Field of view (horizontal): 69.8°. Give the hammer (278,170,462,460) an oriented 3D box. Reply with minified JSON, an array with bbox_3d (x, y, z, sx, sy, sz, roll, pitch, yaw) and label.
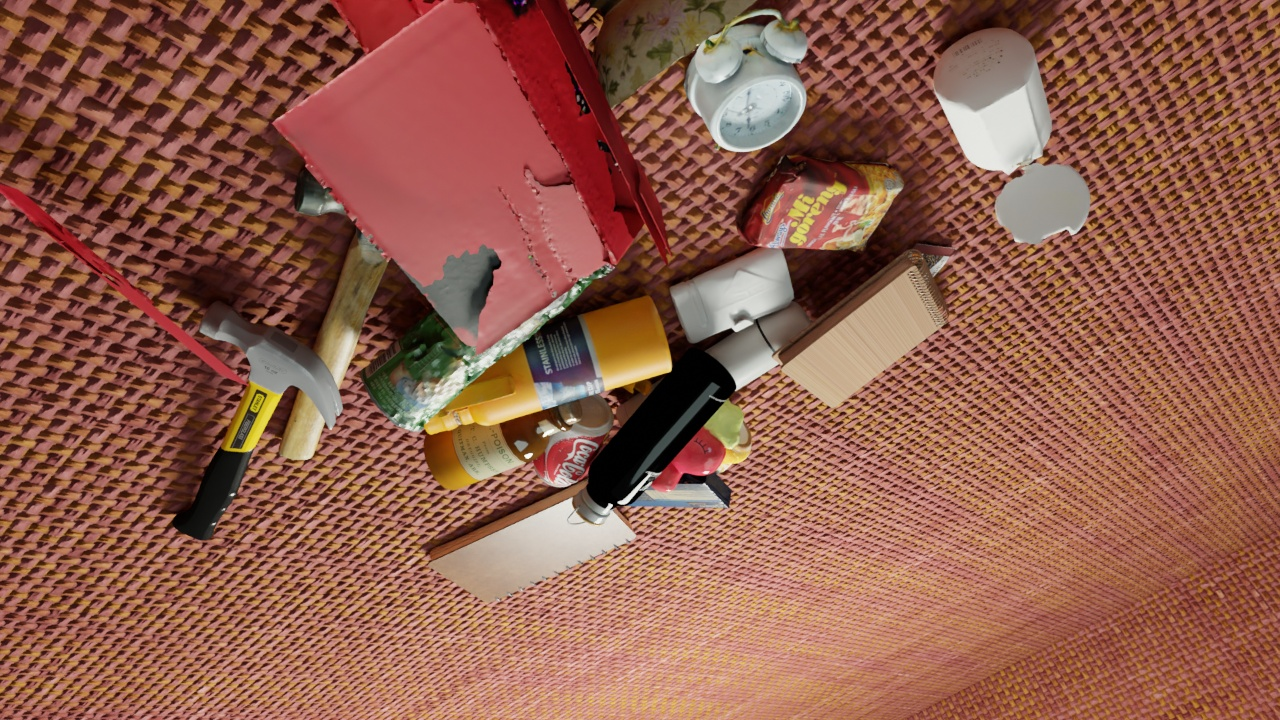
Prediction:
[{"bbox_3d":[-0.255,-0.019,0.780,0.132,0.033,0.332,5,137,-32],"label":"hammer"}]

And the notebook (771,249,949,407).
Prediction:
[{"bbox_3d":[0.238,-0.026,0.957,0.169,0.022,0.210,-39,154,12],"label":"notebook"}]

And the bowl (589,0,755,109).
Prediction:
[{"bbox_3d":[0.014,-0.225,0.588,0.145,0.145,0.063,-34,104,18],"label":"bowl"}]

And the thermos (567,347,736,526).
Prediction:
[{"bbox_3d":[0.001,0.091,0.933,0.061,0.061,0.232,20,118,-42],"label":"thermos"}]

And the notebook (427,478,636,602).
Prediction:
[{"bbox_3d":[-0.132,0.235,1.166,0.225,0.024,0.167,-25,142,7],"label":"notebook"}]

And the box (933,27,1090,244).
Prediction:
[{"bbox_3d":[0.302,-0.178,0.744,0.083,0.143,0.137,-30,145,19],"label":"box"}]

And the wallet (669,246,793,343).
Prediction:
[{"bbox_3d":[0.089,-0.061,0.885,0.116,0.032,0.086,-24,141,5],"label":"wallet"}]

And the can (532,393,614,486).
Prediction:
[{"bbox_3d":[-0.073,0.083,0.964,0.064,0.064,0.105,2,138,-27],"label":"can"}]

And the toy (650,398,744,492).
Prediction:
[{"bbox_3d":[0.052,0.087,1.005,0.135,0.091,0.045,-40,149,11],"label":"toy"}]

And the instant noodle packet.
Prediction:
[{"bbox_3d":[0.162,-0.137,0.818,0.135,0.039,0.099,0,146,-26],"label":"instant noodle packet"}]

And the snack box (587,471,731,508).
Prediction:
[{"bbox_3d":[0.023,0.147,1.070,0.150,0.027,0.082,-2,152,26],"label":"snack box"}]

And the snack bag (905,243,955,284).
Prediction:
[{"bbox_3d":[0.271,-0.064,0.982,0.057,0.013,0.158,2,138,-29],"label":"snack bag"}]

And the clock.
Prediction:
[{"bbox_3d":[0.078,-0.207,0.668,0.083,0.057,0.118,-16,150,-5],"label":"clock"}]

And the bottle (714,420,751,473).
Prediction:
[{"bbox_3d":[0.076,0.103,1.064,0.063,0.063,0.109,17,143,-40],"label":"bottle"}]

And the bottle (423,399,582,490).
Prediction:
[{"bbox_3d":[-0.131,0.072,0.903,0.157,0.067,0.068,-22,145,16],"label":"bottle"}]

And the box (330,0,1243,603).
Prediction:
[{"bbox_3d":[0.009,-0.058,0.457,0.141,0.511,0.215,-42,139,-11],"label":"box"}]

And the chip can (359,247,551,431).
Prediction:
[{"bbox_3d":[-0.128,-0.033,0.752,0.223,0.075,0.075,-40,141,8],"label":"chip can"}]

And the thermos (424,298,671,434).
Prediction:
[{"bbox_3d":[-0.092,0.004,0.842,0.232,0.076,0.091,-16,159,-5],"label":"thermos"}]

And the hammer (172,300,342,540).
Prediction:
[{"bbox_3d":[-0.365,0.079,0.829,0.127,0.029,0.325,29,130,-15],"label":"hammer"}]

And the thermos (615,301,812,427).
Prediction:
[{"bbox_3d":[0.078,0.014,0.957,0.224,0.052,0.052,-33,142,17],"label":"thermos"}]

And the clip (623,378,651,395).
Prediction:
[{"bbox_3d":[-0.004,0.007,0.924,0.049,0.054,0.044,-44,125,-10],"label":"clip"}]
